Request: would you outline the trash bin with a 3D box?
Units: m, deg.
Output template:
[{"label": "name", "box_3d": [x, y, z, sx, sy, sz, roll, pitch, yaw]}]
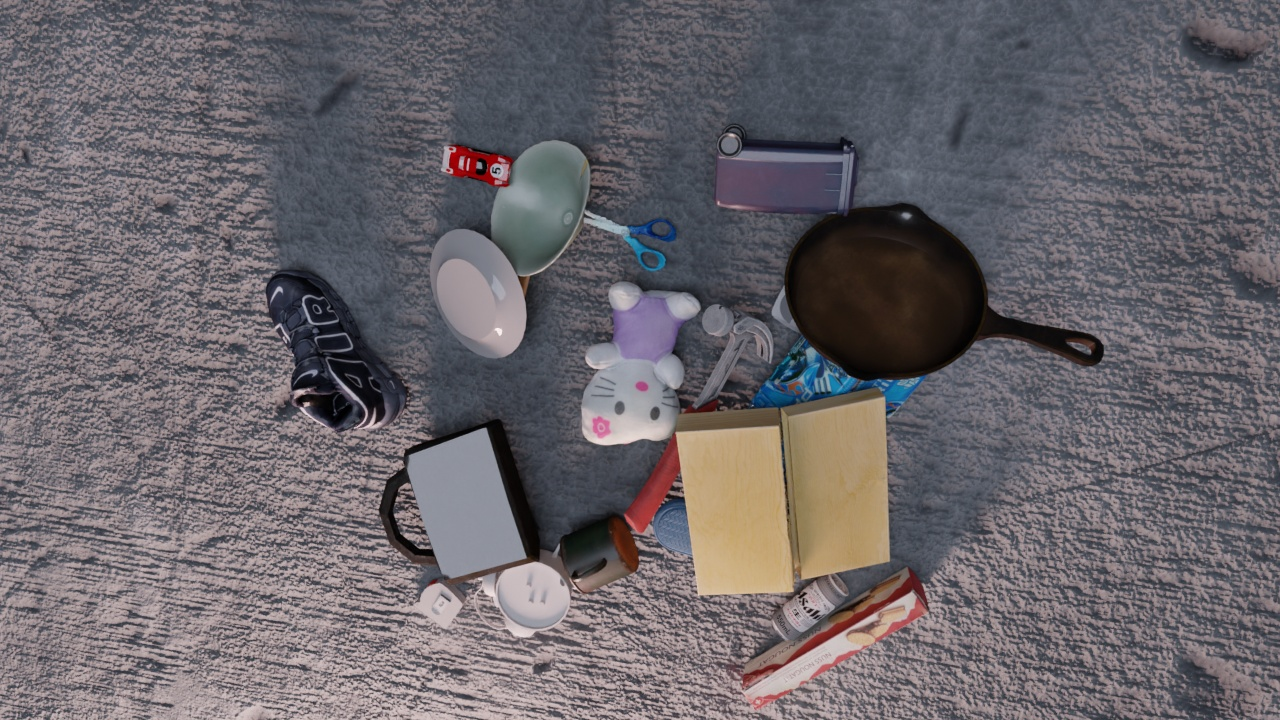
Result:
[{"label": "trash bin", "box_3d": [0.171, -0.223, 1.075, 0.161, 0.093, 0.092, 4, 111, 8]}]

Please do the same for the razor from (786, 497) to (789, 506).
[{"label": "razor", "box_3d": [0.177, 0.178, 1.214, 0.141, 0.043, 0.018, 17, 130, 10]}]

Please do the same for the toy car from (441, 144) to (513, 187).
[{"label": "toy car", "box_3d": [-0.205, -0.246, 1.157, 0.089, 0.025, 0.038, 17, 107, 19]}]

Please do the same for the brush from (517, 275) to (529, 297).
[{"label": "brush", "box_3d": [-0.173, -0.089, 1.192, 0.049, 0.039, 0.117, 17, 106, 4]}]

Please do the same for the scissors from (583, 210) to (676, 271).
[{"label": "scissors", "box_3d": [-0.019, -0.169, 1.163, 0.134, 0.016, 0.073, 28, 112, 6]}]

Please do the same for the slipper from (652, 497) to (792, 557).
[{"label": "slipper", "box_3d": [0.121, 0.227, 1.221, 0.213, 0.059, 0.104, 9, 114, -6]}]

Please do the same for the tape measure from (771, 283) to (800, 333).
[{"label": "tape measure", "box_3d": [0.202, -0.070, 1.148, 0.064, 0.016, 0.065, 30, 107, 1]}]

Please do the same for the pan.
[{"label": "pan", "box_3d": [0.339, -0.053, 1.049, 0.356, 0.043, 0.248, 18, 64, 11]}]

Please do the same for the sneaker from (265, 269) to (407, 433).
[{"label": "sneaker", "box_3d": [-0.428, 0.000, 1.199, 0.097, 0.150, 0.252, -35, 96, 16]}]

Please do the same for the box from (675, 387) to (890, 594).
[{"label": "box", "box_3d": [0.180, 0.167, 1.132, 0.257, 0.076, 0.247, -11, 117, -3]}]

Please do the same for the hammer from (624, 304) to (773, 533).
[{"label": "hammer", "box_3d": [0.066, 0.082, 1.154, 0.036, 0.126, 0.316, 40, 108, 41]}]

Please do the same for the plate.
[{"label": "plate", "box_3d": [-0.216, -0.080, 1.168, 0.173, 0.019, 0.173, 19, 122, 32]}]

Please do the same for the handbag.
[{"label": "handbag", "box_3d": [-0.257, 0.202, 1.249, 0.199, 0.102, 0.197, -16, 94, 5]}]

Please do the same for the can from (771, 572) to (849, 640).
[{"label": "can", "box_3d": [0.228, 0.332, 1.237, 0.044, 0.044, 0.107, 45, 107, -4]}]

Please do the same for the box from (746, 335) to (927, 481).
[{"label": "box", "box_3d": [0.236, 0.054, 1.138, 0.167, 0.075, 0.244, 34, 112, -5]}]

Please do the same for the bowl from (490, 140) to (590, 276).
[{"label": "bowl", "box_3d": [-0.106, -0.180, 1.138, 0.175, 0.067, 0.174, -12, 72, 39]}]

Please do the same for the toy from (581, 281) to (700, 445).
[{"label": "toy", "box_3d": [-0.007, 0.007, 1.164, 0.137, 0.085, 0.209, 9, 100, -15]}]

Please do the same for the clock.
[{"label": "clock", "box_3d": [-0.163, 0.329, 1.290, 0.159, 0.061, 0.120, -28, 99, 14]}]

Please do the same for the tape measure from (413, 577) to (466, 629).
[{"label": "tape measure", "box_3d": [-0.291, 0.353, 1.338, 0.060, 0.020, 0.062, 37, 107, -2]}]

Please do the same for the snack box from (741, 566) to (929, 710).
[{"label": "snack box", "box_3d": [0.255, 0.372, 1.227, 0.273, 0.076, 0.044, -36, 93, 17]}]

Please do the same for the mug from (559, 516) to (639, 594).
[{"label": "mug", "box_3d": [-0.056, 0.264, 1.230, 0.081, 0.111, 0.085, -25, 95, 13]}]
